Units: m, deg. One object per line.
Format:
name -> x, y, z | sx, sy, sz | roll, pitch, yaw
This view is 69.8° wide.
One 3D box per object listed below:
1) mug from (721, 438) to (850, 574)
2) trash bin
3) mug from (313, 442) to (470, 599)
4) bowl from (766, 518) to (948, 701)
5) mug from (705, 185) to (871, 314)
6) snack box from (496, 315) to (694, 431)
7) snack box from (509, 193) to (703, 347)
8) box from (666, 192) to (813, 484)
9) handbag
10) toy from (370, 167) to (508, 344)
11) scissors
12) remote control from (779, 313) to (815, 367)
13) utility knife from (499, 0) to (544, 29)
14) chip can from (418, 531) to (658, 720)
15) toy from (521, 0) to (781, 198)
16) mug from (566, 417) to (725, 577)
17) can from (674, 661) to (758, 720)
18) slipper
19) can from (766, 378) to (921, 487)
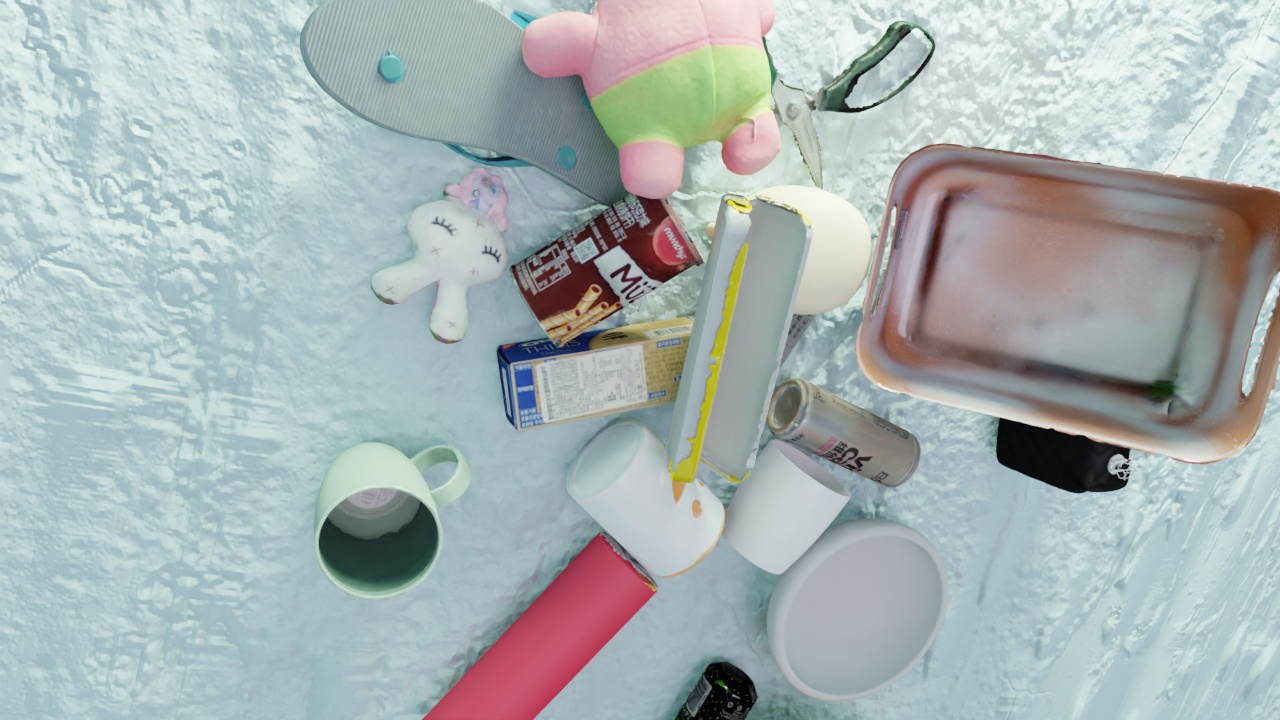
mug -> 0.127, 0.128, 0.788 | 0.088, 0.081, 0.114 | -56, 147, 11
trash bin -> 0.312, -0.048, 0.681 | 0.260, 0.157, 0.181 | 13, 100, 21
mug -> -0.174, 0.098, 0.649 | 0.111, 0.104, 0.084 | -28, 114, -8
bowl -> 0.188, 0.217, 0.836 | 0.176, 0.066, 0.177 | -6, 109, -18
mug -> 0.110, -0.084, 0.686 | 0.120, 0.100, 0.096 | 11, 99, -13
snack box -> -0.004, 0.004, 0.706 | 0.206, 0.057, 0.056 | -9, 109, -15
snack box -> -0.024, -0.069, 0.653 | 0.121, 0.072, 0.072 | -31, 115, 5
box -> 0.060, -0.012, 0.647 | 0.070, 0.067, 0.210 | 1, 114, -23
handbag -> 0.403, 0.036, 0.820 | 0.114, 0.125, 0.154 | -2, 108, -19
toy -> -0.132, -0.077, 0.644 | 0.079, 0.038, 0.122 | 28, 94, -18
scissors -> 0.132, -0.235, 0.698 | 0.203, 0.015, 0.202 | -31, 114, -10
remote control -> 0.139, -0.056, 0.759 | 0.033, 0.013, 0.136 | 32, 95, -25
utility knife -> -0.023, -0.206, 0.654 | 0.176, 0.015, 0.022 | 24, 97, -27
chip can -> -0.084, 0.242, 0.748 | 0.220, 0.069, 0.069 | -46, 116, -1
toy -> 0.013, -0.229, 0.607 | 0.191, 0.097, 0.237 | -16, 95, -22
mug -> 0.005, 0.109, 0.728 | 0.082, 0.082, 0.105 | -43, 115, -2
can -> 0.053, 0.342, 0.837 | 0.054, 0.054, 0.138 | 27, 97, -25
slipper -> -0.095, -0.181, 0.623 | 0.268, 0.055, 0.098 | 15, 99, -34
can -> 0.174, 0.063, 0.788 | 0.135, 0.054, 0.054 | 25, 97, -25
